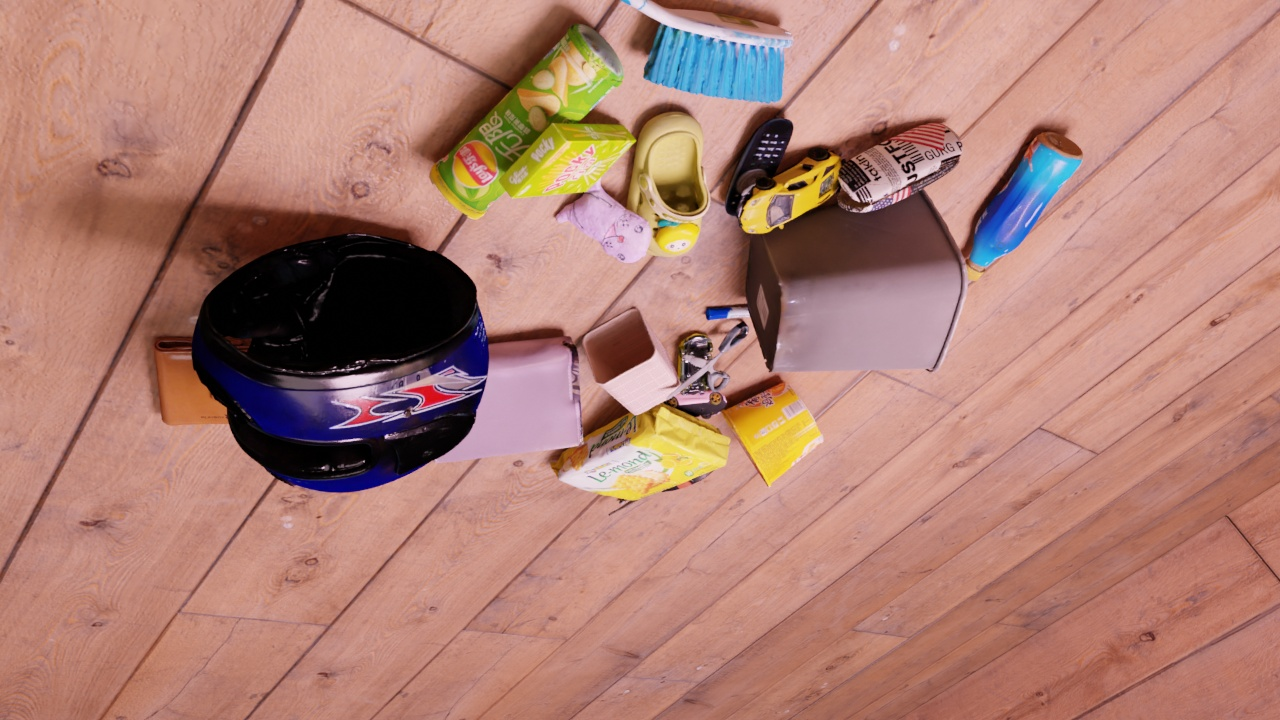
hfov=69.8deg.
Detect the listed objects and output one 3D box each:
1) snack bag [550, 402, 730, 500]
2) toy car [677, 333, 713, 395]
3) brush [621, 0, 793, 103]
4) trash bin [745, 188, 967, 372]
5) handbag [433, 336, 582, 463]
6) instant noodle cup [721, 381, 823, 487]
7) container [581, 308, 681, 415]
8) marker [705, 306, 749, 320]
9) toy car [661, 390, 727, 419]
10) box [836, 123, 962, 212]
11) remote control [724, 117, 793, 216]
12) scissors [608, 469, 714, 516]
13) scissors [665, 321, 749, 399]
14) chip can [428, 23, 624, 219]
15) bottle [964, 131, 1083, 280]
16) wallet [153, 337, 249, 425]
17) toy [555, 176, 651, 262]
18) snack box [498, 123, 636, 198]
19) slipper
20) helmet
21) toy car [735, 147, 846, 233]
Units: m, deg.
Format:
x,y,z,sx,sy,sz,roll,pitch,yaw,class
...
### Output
x,y,z,sx,sy,sz,roll,pitch,yaw,class
0.000,0.138,1.361,0.158,0.068,0.247,25,141,-37,snack bag
0.075,0.003,1.298,0.048,0.032,0.105,-10,131,-12,toy car
0.018,-0.321,0.885,0.314,0.060,0.110,-1,131,-27,brush
0.259,-0.090,1.156,0.219,0.198,0.199,-8,139,-5,trash bin
-0.179,0.045,1.186,0.196,0.098,0.145,-6,122,-15,handbag
0.203,0.105,1.395,0.110,0.138,0.138,-32,140,0,instant noodle cup
-0.007,0.007,1.225,0.090,0.090,0.111,-29,142,9,container
0.159,-0.068,1.264,0.145,0.017,0.017,-5,138,-18,marker
0.068,0.065,1.356,0.122,0.037,0.056,-4,151,-19,toy car
0.311,-0.218,1.101,0.163,0.075,0.081,-28,151,-16,box
0.135,-0.227,1.068,0.053,0.024,0.137,-4,138,-28,remote control
0.046,0.192,1.462,0.221,0.015,0.190,-36,-173,-15,scissors
0.093,0.008,1.255,0.180,0.014,0.160,-45,150,-22,scissors
-0.113,-0.238,0.917,0.222,0.072,0.072,-39,137,21,chip can
0.495,-0.197,1.221,0.065,0.065,0.219,2,135,-25,bottle
-0.511,0.028,1.084,0.107,0.031,0.132,2,137,-22,wallet
-0.033,-0.158,1.042,0.108,0.038,0.084,40,120,-1,toy
-0.071,-0.204,0.935,0.086,0.026,0.156,-40,174,27,snack box
0.034,-0.184,1.034,0.091,0.081,0.191,-9,136,-10,slipper
-0.310,0.021,0.960,0.314,0.247,0.241,-27,149,-49,helmet
0.178,-0.196,1.084,0.155,0.041,0.071,-29,144,-23,toy car
